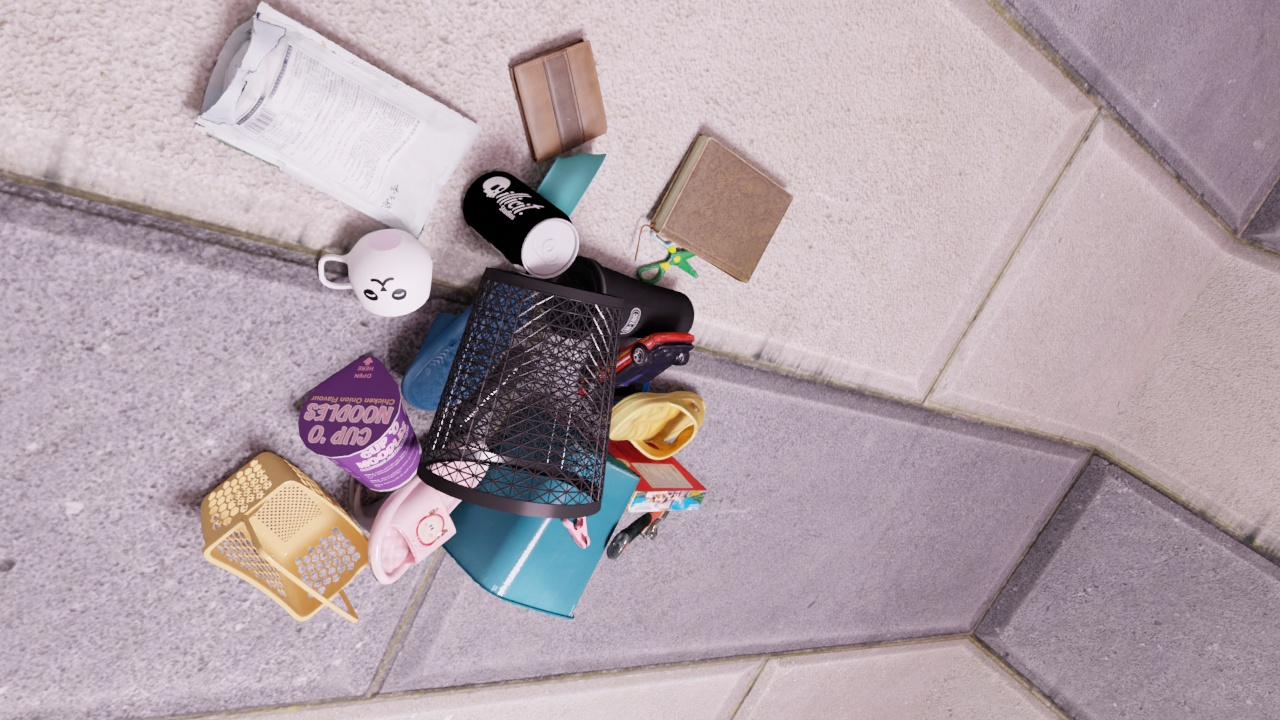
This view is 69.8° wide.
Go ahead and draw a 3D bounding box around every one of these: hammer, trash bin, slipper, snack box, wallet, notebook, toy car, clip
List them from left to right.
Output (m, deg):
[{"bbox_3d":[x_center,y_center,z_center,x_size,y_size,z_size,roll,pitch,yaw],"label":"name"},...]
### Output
[{"bbox_3d":[-0.262,0.183,1.156,0.221,0.056,0.107,-52,145,-33],"label":"slipper"},{"bbox_3d":[-0.257,0.105,1.205,0.310,0.029,0.125,-47,138,-3],"label":"hammer"},{"bbox_3d":[-0.213,-0.025,1.128,0.213,0.059,0.104,-50,144,-21],"label":"slipper"},{"bbox_3d":[-0.124,0.030,1.058,0.216,0.217,0.243,9,96,-43],"label":"trash bin"},{"bbox_3d":[-0.135,0.203,1.267,0.199,0.197,0.218,34,89,-48],"label":"trash bin"},{"bbox_3d":[-0.092,-0.298,1.056,0.098,0.027,0.121,-28,134,-18],"label":"wallet"},{"bbox_3d":[-0.079,0.214,1.186,0.058,0.023,0.050,43,77,-40],"label":"clip"},{"bbox_3d":[-0.008,0.007,1.262,0.081,0.056,0.190,-4,160,-42],"label":"toy car"},{"bbox_3d":[0.004,0.170,1.381,0.144,0.142,0.040,6,116,-42],"label":"snack box"},{"bbox_3d":[0.006,0.247,1.397,0.133,0.033,0.332,-59,170,9],"label":"hammer"},{"bbox_3d":[0.033,0.101,1.363,0.100,0.078,0.263,-42,158,17],"label":"slipper"},{"bbox_3d":[0.105,-0.189,1.280,0.215,0.034,0.190,23,98,-46],"label":"notebook"}]

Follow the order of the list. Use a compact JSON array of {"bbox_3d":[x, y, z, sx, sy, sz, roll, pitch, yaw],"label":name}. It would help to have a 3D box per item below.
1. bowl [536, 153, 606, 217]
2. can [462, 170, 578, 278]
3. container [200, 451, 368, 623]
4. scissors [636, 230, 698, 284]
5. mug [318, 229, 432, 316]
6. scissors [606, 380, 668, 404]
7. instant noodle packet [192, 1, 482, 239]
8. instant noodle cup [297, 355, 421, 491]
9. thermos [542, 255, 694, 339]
[{"bbox_3d":[-0.092,-0.205,1.085,0.046,0.121,0.121,32,98,-11],"label":"bowl"},{"bbox_3d":[-0.136,-0.154,1.032,0.080,0.146,0.080,-21,130,-27],"label":"can"},{"bbox_3d":[-0.399,0.215,1.064,0.129,0.167,0.183,-40,136,-10],"label":"container"},{"bbox_3d":[0.049,-0.152,1.287,0.129,0.012,0.117,-21,130,-27],"label":"scissors"},{"bbox_3d":[-0.290,-0.100,1.000,0.124,0.090,0.076,0,133,-3],"label":"mug"},{"bbox_3d":[-0.002,0.063,1.395,0.125,0.013,0.130,-8,128,-36],"label":"scissors"},{"bbox_3d":[-0.295,-0.233,0.928,0.269,0.057,0.147,23,105,-51],"label":"instant noodle packet"},{"bbox_3d":[-0.319,0.086,1.094,0.122,0.122,0.136,73,22,-53],"label":"instant noodle cup"},{"bbox_3d":[-0.022,-0.072,1.225,0.218,0.106,0.106,7,114,-48],"label":"thermos"}]
